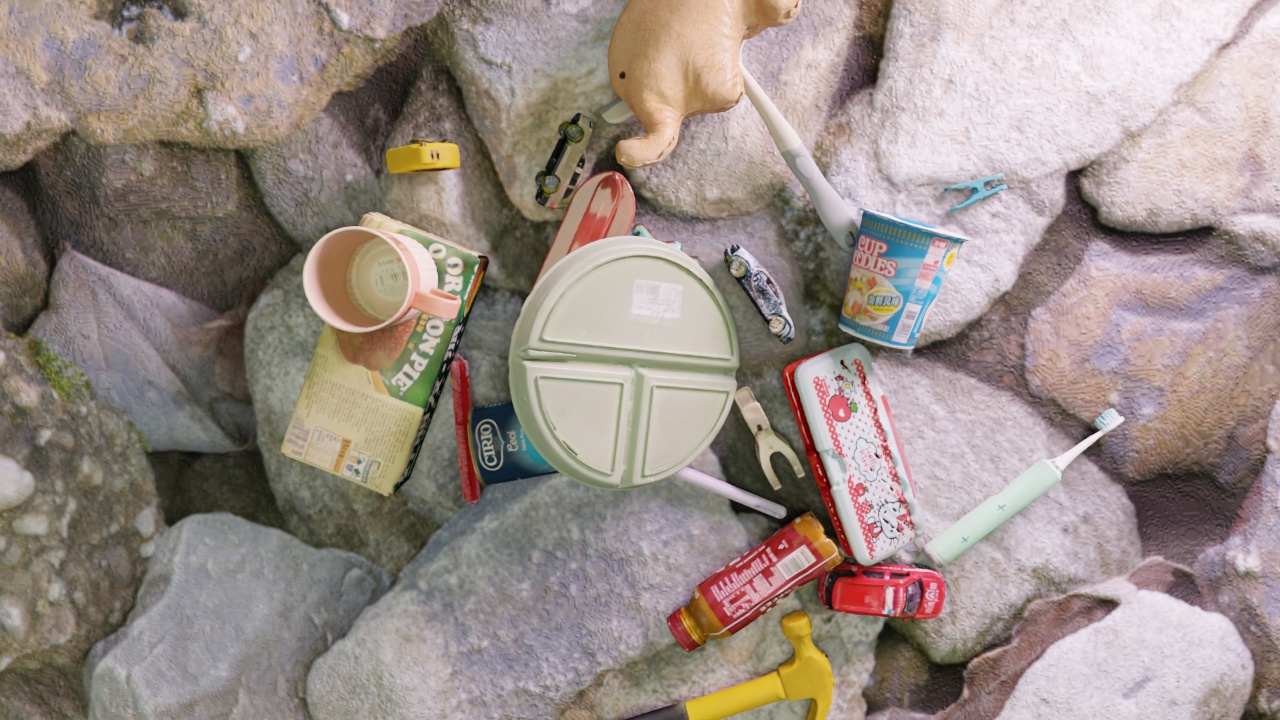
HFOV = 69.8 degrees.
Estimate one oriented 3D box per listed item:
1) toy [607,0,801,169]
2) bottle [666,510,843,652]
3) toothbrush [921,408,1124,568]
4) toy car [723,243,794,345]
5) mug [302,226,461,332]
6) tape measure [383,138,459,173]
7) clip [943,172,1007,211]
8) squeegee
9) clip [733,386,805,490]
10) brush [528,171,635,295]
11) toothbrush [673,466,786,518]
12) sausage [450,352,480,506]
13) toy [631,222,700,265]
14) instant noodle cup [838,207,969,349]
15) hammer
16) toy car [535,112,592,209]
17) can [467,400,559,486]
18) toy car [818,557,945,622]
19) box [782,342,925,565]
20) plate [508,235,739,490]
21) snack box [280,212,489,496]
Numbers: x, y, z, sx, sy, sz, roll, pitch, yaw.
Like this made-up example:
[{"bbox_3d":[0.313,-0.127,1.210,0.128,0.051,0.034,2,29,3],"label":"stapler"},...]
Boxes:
[{"bbox_3d":[0.034,-0.264,0.790,0.143,0.082,0.226,33,89,31],"label":"toy"},{"bbox_3d":[0.106,0.214,0.873,0.175,0.057,0.057,-35,95,5],"label":"bottle"},{"bbox_3d":[0.364,0.122,0.871,0.224,0.026,0.027,-38,72,6],"label":"toothbrush"},{"bbox_3d":[0.112,-0.062,0.845,0.031,0.049,0.105,-33,96,8],"label":"toy car"},{"bbox_3d":[-0.204,-0.062,0.760,0.114,0.106,0.082,19,96,-1],"label":"mug"},{"bbox_3d":[-0.194,-0.187,0.834,0.060,0.057,0.029,4,101,41],"label":"tape measure"},{"bbox_3d":[0.309,-0.156,0.846,0.056,0.014,0.041,-17,97,5],"label":"clip"},{"bbox_3d":[0.130,-0.199,0.833,0.246,0.039,0.246,-34,95,5],"label":"squeegee"},{"bbox_3d":[0.118,0.074,0.870,0.034,0.064,0.098,-30,102,6],"label":"clip"},{"bbox_3d":[-0.049,-0.103,0.834,0.063,0.069,0.146,24,97,-2],"label":"brush"},{"bbox_3d":[0.054,0.111,0.883,0.189,0.021,0.029,24,135,-3],"label":"toothbrush"},{"bbox_3d":[-0.167,0.067,0.875,0.020,0.020,0.156,-2,105,2],"label":"sausage"},{"bbox_3d":[0.010,-0.077,0.853,0.092,0.030,0.096,-41,110,2],"label":"toy"},{"bbox_3d":[0.229,-0.071,0.823,0.099,0.099,0.110,15,104,0],"label":"instant noodle cup"},{"bbox_3d":[0.046,0.352,0.905,0.301,0.033,0.129,-19,95,4],"label":"hammer"},{"bbox_3d":[-0.068,-0.182,0.840,0.035,0.042,0.090,20,103,-23],"label":"toy car"},{"bbox_3d":[-0.097,0.070,0.853,0.111,0.075,0.075,-10,96,2],"label":"can"},{"bbox_3d":[0.233,0.222,0.879,0.120,0.045,0.053,3,98,-1],"label":"toy car"},{"bbox_3d":[0.202,0.086,0.851,0.090,0.068,0.201,-20,95,3],"label":"box"},{"bbox_3d":[-0.005,0.005,0.813,0.229,0.027,0.230,-4,98,-29],"label":"plate"},{"bbox_3d":[-0.236,-0.006,0.854,0.114,0.063,0.240,21,97,-1],"label":"snack box"}]
